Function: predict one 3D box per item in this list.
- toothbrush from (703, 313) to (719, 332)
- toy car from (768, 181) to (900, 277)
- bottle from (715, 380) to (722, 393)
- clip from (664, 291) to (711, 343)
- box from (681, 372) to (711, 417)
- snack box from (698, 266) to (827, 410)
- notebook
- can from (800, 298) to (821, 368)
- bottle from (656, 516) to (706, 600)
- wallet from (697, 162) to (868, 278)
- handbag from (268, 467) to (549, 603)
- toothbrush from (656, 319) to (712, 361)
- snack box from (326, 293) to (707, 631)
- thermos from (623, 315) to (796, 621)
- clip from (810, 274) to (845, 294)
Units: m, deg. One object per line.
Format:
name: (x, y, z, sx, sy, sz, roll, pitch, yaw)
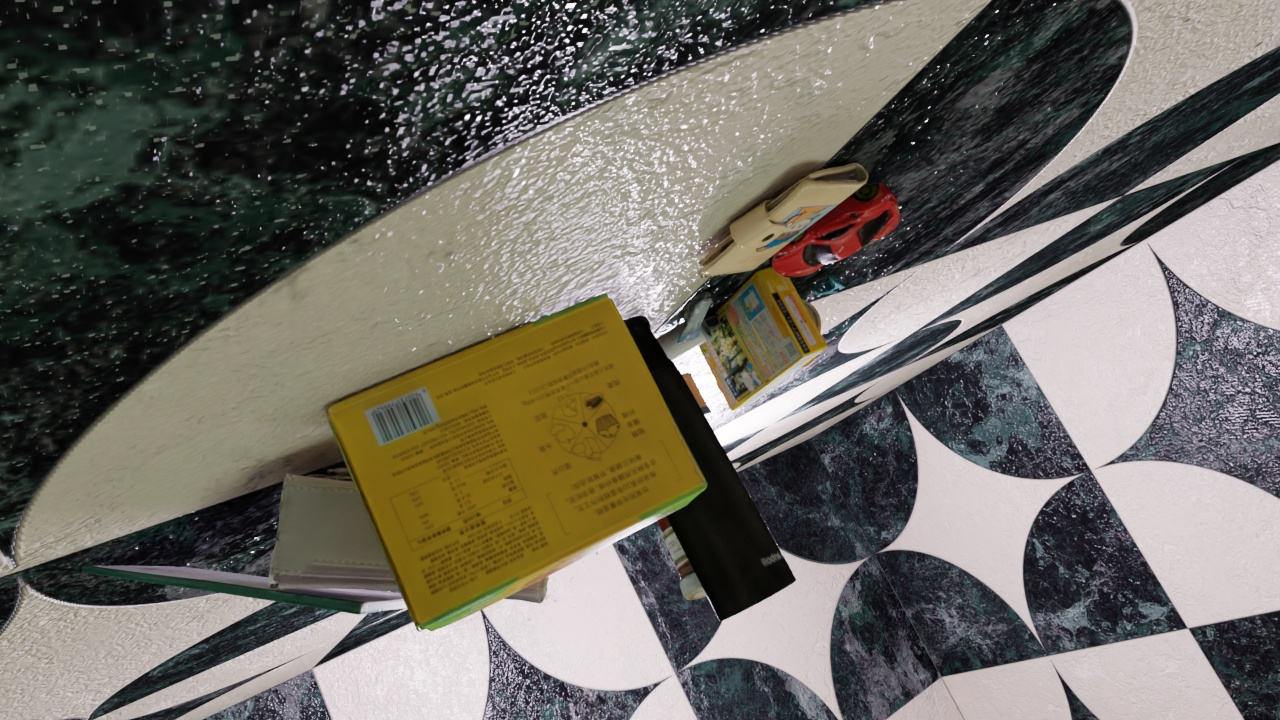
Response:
toothbrush: (-0.005, 0.005, 0.876, 0.190, 0.016, 0.014, -30, 164, 17)
toy car: (0.151, -0.097, 0.715, 0.106, 0.031, 0.049, -27, 146, 12)
bottle: (0.115, 0.000, 1.018, 0.066, 0.066, 0.149, -26, 161, -4)
clip: (0.046, -0.039, 0.789, 0.027, 0.045, 0.058, -16, 155, -32)
box: (-0.003, 0.065, 1.026, 0.090, 0.059, 0.183, -37, 166, 35)
snack box: (0.106, -0.018, 0.844, 0.033, 0.087, 0.141, -20, 166, -31)
notebook: (-0.295, 0.178, 0.722, 0.209, 0.012, 0.150, 7, 167, 4)
can: (0.168, -0.027, 1.005, 0.058, 0.058, 0.146, -28, 168, 5)
bottle: (0.020, 0.104, 0.792, 0.059, 0.206, 0.060, -16, 153, -9)
wallet: (0.097, -0.098, 0.649, 0.087, 0.024, 0.115, -21, 169, -48)
handbag: (-0.177, 0.139, 0.720, 0.197, 0.098, 0.145, 8, 160, -16)
toothbrush: (-0.031, 0.022, 0.864, 0.221, 0.027, 0.026, -31, -160, 19)
snack box: (-0.083, 0.068, 0.629, 0.209, 0.157, 0.070, -24, 168, -16)
thermos: (0.026, 0.084, 0.724, 0.089, 0.242, 0.069, -16, 161, -46)
clip: (0.201, -0.080, 0.966, 0.039, 0.013, 0.055, -33, 167, 29)
